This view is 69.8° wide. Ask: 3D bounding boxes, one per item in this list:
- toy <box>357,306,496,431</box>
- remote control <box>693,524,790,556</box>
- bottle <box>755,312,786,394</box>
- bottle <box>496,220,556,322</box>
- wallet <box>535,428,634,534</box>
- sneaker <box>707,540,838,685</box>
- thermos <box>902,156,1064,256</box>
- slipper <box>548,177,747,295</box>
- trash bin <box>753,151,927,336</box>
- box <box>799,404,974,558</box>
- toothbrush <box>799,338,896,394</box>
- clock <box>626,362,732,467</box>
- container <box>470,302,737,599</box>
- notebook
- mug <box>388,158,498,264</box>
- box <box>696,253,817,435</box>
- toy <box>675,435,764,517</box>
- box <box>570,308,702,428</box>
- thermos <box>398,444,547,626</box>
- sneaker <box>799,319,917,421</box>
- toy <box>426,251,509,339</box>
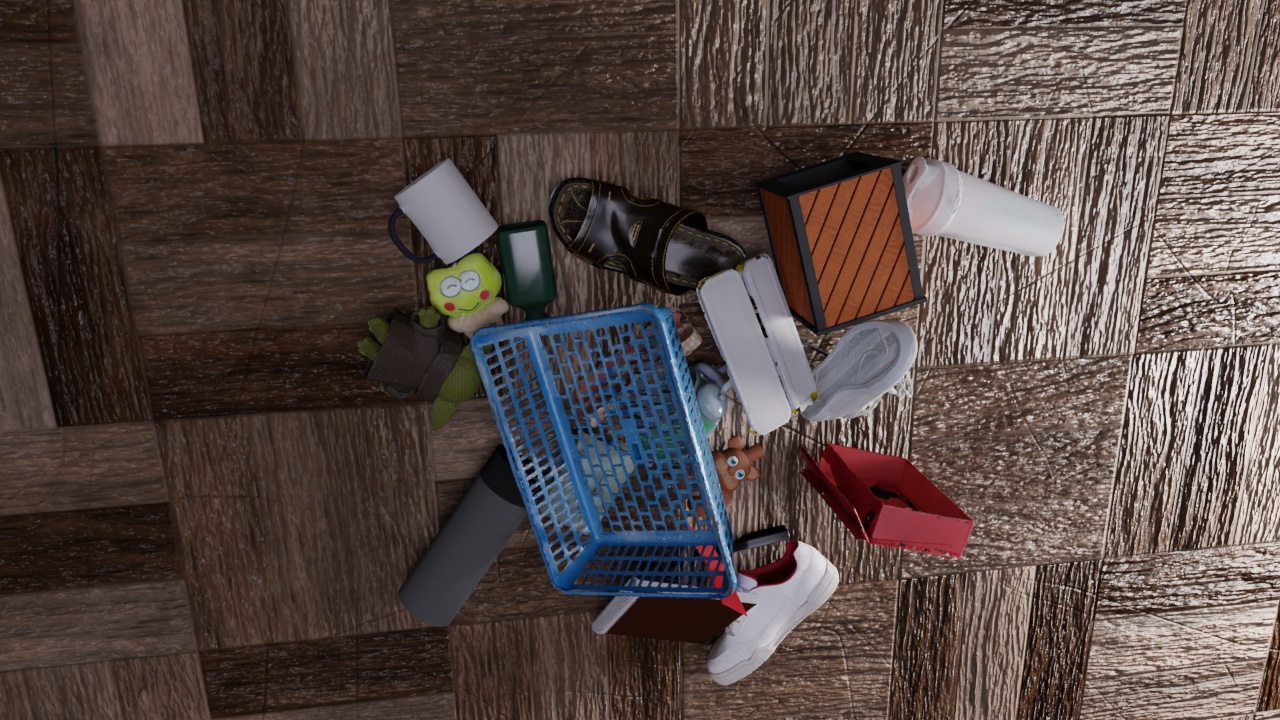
[{"bbox_3d":[-0.266,-0.002,1.127,0.152,0.078,0.180,23,119,-21],"label":"toy"},{"bbox_3d":[0.143,0.259,1.301,0.136,0.032,0.015,-13,98,-4],"label":"remote control"},{"bbox_3d":[0.164,-0.005,1.207,0.056,0.056,0.105,-35,109,3],"label":"bottle"},{"bbox_3d":[-0.136,-0.101,1.126,0.061,0.061,0.131,-9,108,-4],"label":"bottle"},{"bbox_3d":[-0.070,0.160,1.223,0.100,0.054,0.132,26,97,-26],"label":"wallet"},{"bbox_3d":[0.164,0.348,1.308,0.104,0.090,0.237,44,97,-10],"label":"sneaker"},{"bbox_3d":[0.428,-0.188,1.175,0.220,0.099,0.099,13,105,-17],"label":"thermos"},{"bbox_3d":[0.014,-0.146,1.128,0.267,0.075,0.113,20,103,-14],"label":"slipper"},{"bbox_3d":[0.243,-0.148,1.131,0.139,0.139,0.172,-18,109,-3],"label":"trash bin"},{"bbox_3d":[0.323,0.177,1.207,0.164,0.214,0.153,-32,108,0],"label":"box"},{"bbox_3d":[0.274,0.008,1.252,0.189,0.016,0.017,26,111,-15],"label":"toothbrush"},{"bbox_3d":[0.055,0.056,1.171,0.162,0.121,0.075,-37,111,16],"label":"clock"},{"bbox_3d":[-0.029,0.104,1.093,0.258,0.089,0.362,-6,109,29],"label":"container"},{"bbox_3d":[0.039,0.345,1.247,0.171,0.022,0.210,10,148,-12],"label":"notebook"},{"bbox_3d":[-0.239,-0.165,1.075,0.111,0.079,0.097,-41,110,-15],"label":"mug"},{"bbox_3d":[0.150,-0.021,1.147,0.129,0.036,0.209,-28,102,-32],"label":"box"},{"bbox_3d":[0.112,0.154,1.246,0.127,0.065,0.095,-30,96,-3],"label":"toy"},{"bbox_3d":[-0.006,0.008,1.180,0.187,0.082,0.042,-39,124,2],"label":"box"},{"bbox_3d":[-0.219,0.230,1.207,0.082,0.082,0.240,32,100,-17],"label":"thermos"},{"bbox_3d":[0.292,0.015,1.164,0.090,0.243,0.089,1,68,-19],"label":"sneaker"},{"bbox_3d":[-0.208,-0.074,1.133,0.092,0.046,0.115,-23,117,0],"label":"toy"}]
